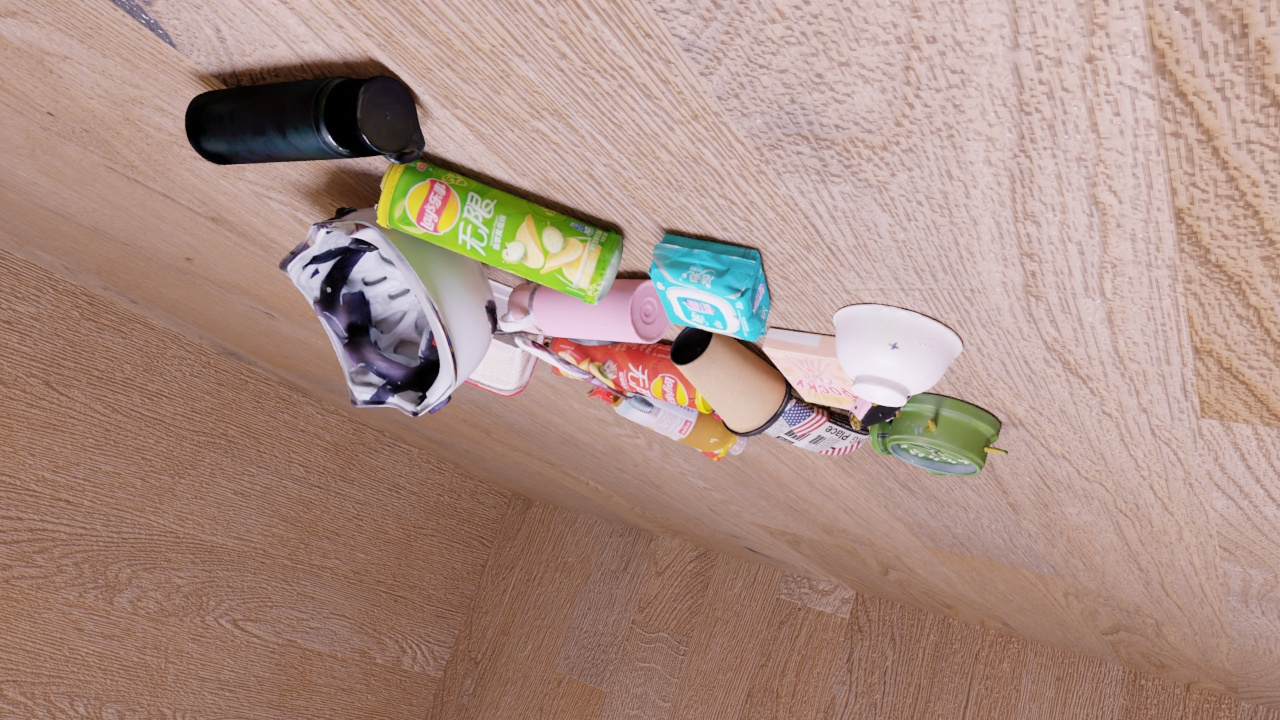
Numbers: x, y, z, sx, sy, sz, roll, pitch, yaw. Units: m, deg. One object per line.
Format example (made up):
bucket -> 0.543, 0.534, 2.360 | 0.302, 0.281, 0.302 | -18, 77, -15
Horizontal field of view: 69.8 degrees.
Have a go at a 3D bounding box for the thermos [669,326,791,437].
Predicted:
thermos -> 0.099, 0.019, 1.017 | 0.143, 0.093, 0.093 | 39, 157, -33

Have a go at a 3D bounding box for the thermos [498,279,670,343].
thermos -> -0.067, -0.052, 0.981 | 0.199, 0.087, 0.067 | 6, 119, 41

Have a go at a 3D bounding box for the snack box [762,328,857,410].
snack box -> 0.196, 0.013, 0.977 | 0.085, 0.026, 0.157 | 10, 162, 32

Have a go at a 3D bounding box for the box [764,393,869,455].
box -> 0.209, 0.076, 1.105 | 0.164, 0.069, 0.051 | 21, -154, -35

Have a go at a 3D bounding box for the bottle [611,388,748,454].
bottle -> 0.055, 0.072, 1.210 | 0.189, 0.068, 0.068 | 26, 164, -18

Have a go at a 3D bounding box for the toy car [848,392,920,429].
toy car -> 0.249, 0.036, 0.943 | 0.056, 0.037, 0.122 | -13, 157, -8

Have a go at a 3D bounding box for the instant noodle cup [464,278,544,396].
instant noodle cup -> -0.180, -0.032, 1.153 | 0.116, 0.116, 0.124 | 21, 154, -6

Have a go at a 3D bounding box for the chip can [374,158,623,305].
chip can -> -0.125, -0.119, 0.841 | 0.221, 0.072, 0.073 | 21, 165, -3

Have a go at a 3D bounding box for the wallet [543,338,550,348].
wallet -> -0.082, 0.006, 1.317 | 0.115, 0.020, 0.101 | 15, 163, 6

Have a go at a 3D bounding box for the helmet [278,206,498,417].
helmet -> -0.243, -0.066, 0.981 | 0.259, 0.145, 0.229 | -14, 108, 45

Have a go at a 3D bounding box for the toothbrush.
toothbrush -> -0.066, 0.015, 1.092 | 0.187, 0.016, 0.017 | 29, 148, -9

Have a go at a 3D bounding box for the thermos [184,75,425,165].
thermos -> -0.285, -0.195, 0.782 | 0.243, 0.068, 0.090 | 9, 157, 35

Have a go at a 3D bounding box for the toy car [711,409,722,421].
toy car -> 0.146, 0.062, 1.158 | 0.121, 0.053, 0.045 | 11, 167, 23

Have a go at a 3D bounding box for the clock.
clock -> 0.322, 0.086, 1.014 | 0.116, 0.056, 0.161 | 23, 165, -7

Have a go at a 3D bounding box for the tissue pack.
tissue pack -> 0.065, -0.062, 0.837 | 0.093, 0.050, 0.133 | 14, 164, 19

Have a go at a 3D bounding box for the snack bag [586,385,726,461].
snack bag -> 0.038, 0.067, 1.291 | 0.208, 0.073, 0.129 | 28, 149, -15

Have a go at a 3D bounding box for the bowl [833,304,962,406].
bowl -> 0.226, 0.003, 0.836 | 0.118, 0.064, 0.118 | 18, 165, 5

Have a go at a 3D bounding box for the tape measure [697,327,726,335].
tape measure -> 0.073, -0.045, 0.929 | 0.057, 0.028, 0.060 | 16, 164, 12

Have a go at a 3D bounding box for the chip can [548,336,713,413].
chip can -> -0.007, 0.007, 1.125 | 0.217, 0.073, 0.073 | 13, 163, 25

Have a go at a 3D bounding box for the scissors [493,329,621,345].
scissors -> -0.102, -0.032, 1.068 | 0.163, 0.014, 0.164 | 14, -163, 38
